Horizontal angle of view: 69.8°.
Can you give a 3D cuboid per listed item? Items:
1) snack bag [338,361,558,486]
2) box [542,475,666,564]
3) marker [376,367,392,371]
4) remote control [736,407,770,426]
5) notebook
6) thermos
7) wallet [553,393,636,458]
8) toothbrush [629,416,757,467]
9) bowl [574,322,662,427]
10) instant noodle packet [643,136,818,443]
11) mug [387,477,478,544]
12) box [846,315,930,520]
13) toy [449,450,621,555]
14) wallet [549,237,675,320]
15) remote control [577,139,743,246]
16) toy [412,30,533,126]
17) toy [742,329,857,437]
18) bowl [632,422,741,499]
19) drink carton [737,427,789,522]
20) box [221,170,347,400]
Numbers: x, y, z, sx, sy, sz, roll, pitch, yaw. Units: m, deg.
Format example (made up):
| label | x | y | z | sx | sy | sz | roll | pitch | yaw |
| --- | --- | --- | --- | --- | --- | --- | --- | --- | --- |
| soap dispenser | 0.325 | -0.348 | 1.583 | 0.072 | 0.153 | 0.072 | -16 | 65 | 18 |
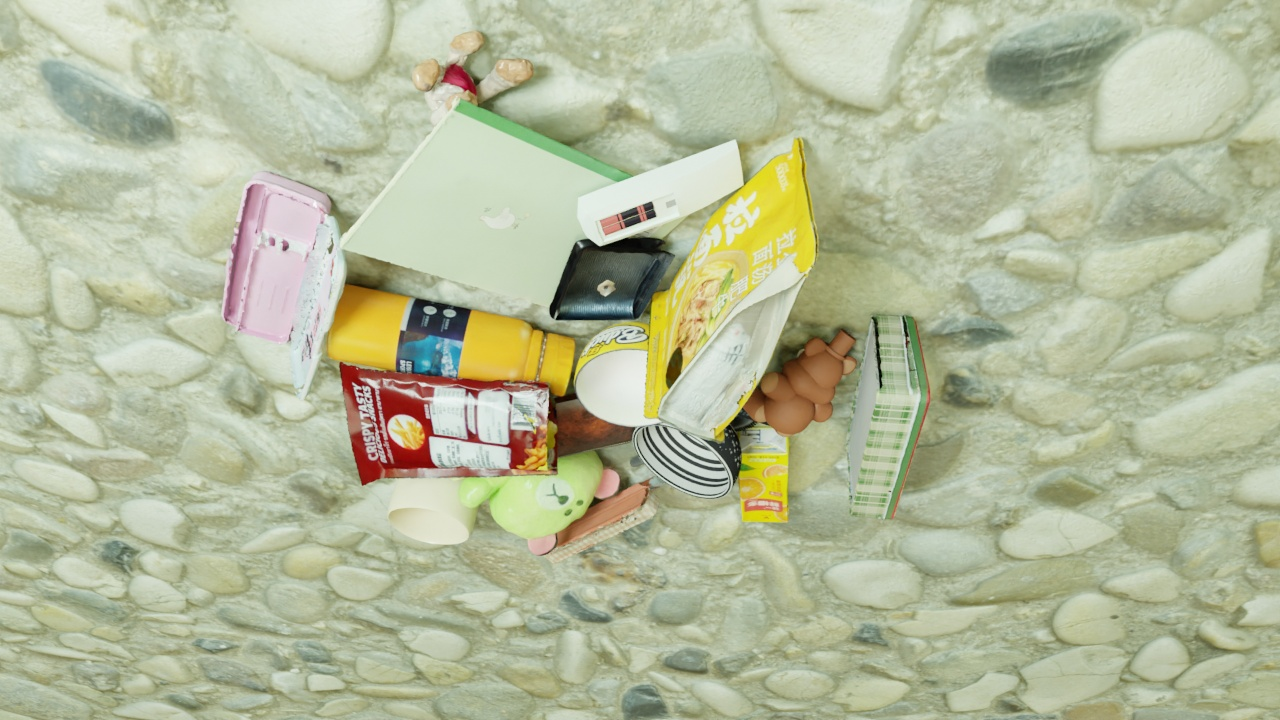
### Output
| label | x | y | z | sx | sy | sz | roll | pitch | yaw |
| --- | --- | --- | --- | --- | --- | --- | --- | --- | --- |
| snack bag | -0.187 | 0.068 | 0.900 | 0.208 | 0.066 | 0.139 | -1 | 122 | 2 |
| box | -0.047 | 0.191 | 1.120 | 0.187 | 0.082 | 0.041 | -30 | 116 | 33 |
| marker | -0.279 | 0.022 | 0.996 | 0.017 | 0.021 | 0.124 | 15 | 137 | -10 |
| remote control | 0.116 | 0.043 | 0.986 | 0.152 | 0.020 | 0.041 | 21 | 133 | -18 |
| notebook | -0.097 | -0.115 | 0.779 | 0.252 | 0.010 | 0.182 | 14 | 140 | -42 |
| thermos | -0.184 | -0.014 | 0.916 | 0.232 | 0.076 | 0.091 | 11 | 165 | -7 |
| wallet | -0.061 | 0.065 | 0.975 | 0.123 | 0.019 | 0.072 | -11 | 121 | -23 |
| toothbrush | 0.057 | 0.093 | 1.048 | 0.168 | 0.012 | 0.013 | -22 | 138 | 26 |
| bowl | -0.005 | 0.005 | 0.922 | 0.117 | 0.067 | 0.117 | 2 | 137 | 2 |
| instant noodle packet | 0.083 | -0.062 | 0.775 | 0.084 | 0.162 | 0.222 | 19 | 134 | -13 |
| mug | -0.230 | 0.155 | 1.076 | 0.096 | 0.099 | 0.120 | -3 | 143 | 16 |
| box | 0.245 | 0.060 | 0.926 | 0.051 | 0.117 | 0.206 | 5 | 135 | 6 |
| toy | -0.131 | 0.123 | 1.036 | 0.150 | 0.107 | 0.197 | -44 | 132 | -9 |
| wallet | -0.030 | -0.074 | 0.845 | 0.089 | 0.026 | 0.115 | -2 | 149 | -23 |
| remote control | 0.018 | -0.135 | 0.766 | 0.143 | 0.024 | 0.049 | -20 | 150 | 2 |
| toy | -0.140 | -0.194 | 0.719 | 0.074 | 0.085 | 0.106 | 32 | 143 | 3 |
| toy | 0.166 | 0.019 | 0.932 | 0.095 | 0.065 | 0.128 | 26 | 109 | -31 |
| bowl | 0.059 | 0.086 | 0.992 | 0.120 | 0.066 | 0.120 | 24 | 145 | 18 |
| drink carton | 0.143 | 0.134 | 1.064 | 0.058 | 0.042 | 0.135 | -1 | 135 | 9 |
| box | -0.327 | -0.071 | 0.871 | 0.146 | 0.077 | 0.202 | 41 | 133 | 7 |
